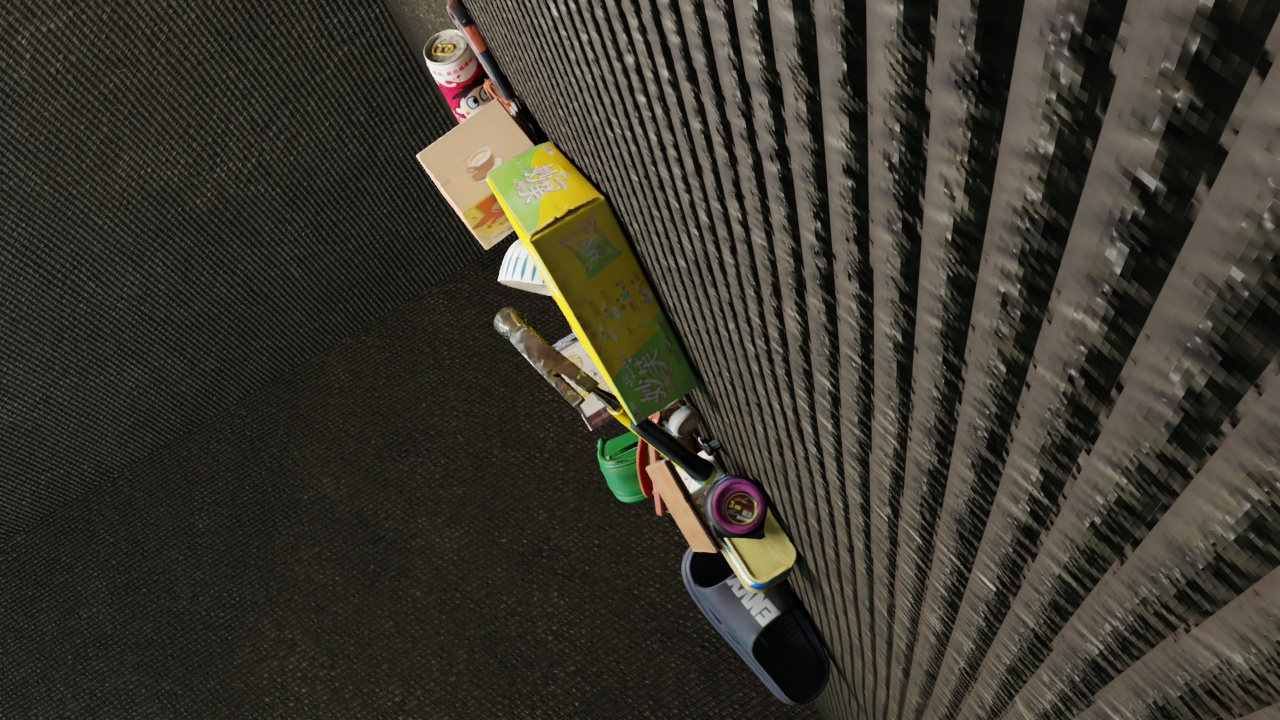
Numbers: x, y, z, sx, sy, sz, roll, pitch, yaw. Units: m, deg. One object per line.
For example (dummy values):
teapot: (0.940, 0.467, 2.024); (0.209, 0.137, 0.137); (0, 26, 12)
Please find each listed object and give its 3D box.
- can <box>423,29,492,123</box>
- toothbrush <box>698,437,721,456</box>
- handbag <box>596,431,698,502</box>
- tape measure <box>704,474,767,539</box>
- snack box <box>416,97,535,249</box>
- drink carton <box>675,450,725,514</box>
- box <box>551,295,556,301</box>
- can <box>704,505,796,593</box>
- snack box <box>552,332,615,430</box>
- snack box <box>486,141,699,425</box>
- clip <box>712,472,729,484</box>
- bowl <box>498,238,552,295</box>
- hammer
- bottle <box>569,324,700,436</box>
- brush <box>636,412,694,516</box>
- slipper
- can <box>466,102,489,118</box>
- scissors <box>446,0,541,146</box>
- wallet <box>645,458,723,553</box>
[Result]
can: (-0.190, -0.298, 1.013); (0.053, 0.053, 0.133); (57, 176, 29)
toothbrush: (0.074, 0.092, 1.019); (0.014, 0.018, 0.189); (59, 180, 2)
handbag: (0.009, 0.127, 1.245); (0.120, 0.131, 0.068); (-119, 9, -69)
tape measure: (0.086, 0.132, 0.827); (0.039, 0.057, 0.058); (91, 178, -82)
snack box: (-0.141, -0.174, 0.868); (0.077, 0.092, 0.094); (52, 175, 13)
drink carton: (0.084, 0.163, 1.115); (0.045, 0.053, 0.122); (55, 176, 39)
box: (-0.126, -0.166, 1.176); (0.201, 0.074, 0.154); (63, 178, -40)
can: (0.105, 0.168, 0.881); (0.102, 0.057, 0.083); (57, 173, 17)
snack box: (-0.057, 0.014, 1.295); (0.126, 0.113, 0.053); (61, 177, -22)
snack box: (-0.042, -0.068, 0.796); (0.210, 0.070, 0.157); (61, 175, -35)
clip: (0.098, 0.148, 1.050); (0.043, 0.027, 0.058); (50, 174, 14)
bowl: (-0.083, -0.100, 0.939); (0.116, 0.116, 0.066); (-179, 100, -86)
hammer: (-0.016, 0.056, 0.945); (0.323, 0.032, 0.126); (40, -178, -42)
bottle: (-0.006, 0.006, 1.014); (0.206, 0.059, 0.060); (48, 171, 35)
brush: (0.028, 0.119, 1.138); (0.069, 0.063, 0.146); (11, 126, 27)
slipper: (0.160, 0.318, 1.126); (0.268, 0.110, 0.083); (54, 161, -12)
can: (-0.131, -0.203, 0.973); (0.146, 0.058, 0.058); (57, 176, 20)
scissors: (-0.125, -0.248, 0.882); (0.225, 0.015, 0.189); (53, 174, 45)
wallet: (0.043, 0.143, 0.903); (0.101, 0.020, 0.115); (59, 170, 4)
